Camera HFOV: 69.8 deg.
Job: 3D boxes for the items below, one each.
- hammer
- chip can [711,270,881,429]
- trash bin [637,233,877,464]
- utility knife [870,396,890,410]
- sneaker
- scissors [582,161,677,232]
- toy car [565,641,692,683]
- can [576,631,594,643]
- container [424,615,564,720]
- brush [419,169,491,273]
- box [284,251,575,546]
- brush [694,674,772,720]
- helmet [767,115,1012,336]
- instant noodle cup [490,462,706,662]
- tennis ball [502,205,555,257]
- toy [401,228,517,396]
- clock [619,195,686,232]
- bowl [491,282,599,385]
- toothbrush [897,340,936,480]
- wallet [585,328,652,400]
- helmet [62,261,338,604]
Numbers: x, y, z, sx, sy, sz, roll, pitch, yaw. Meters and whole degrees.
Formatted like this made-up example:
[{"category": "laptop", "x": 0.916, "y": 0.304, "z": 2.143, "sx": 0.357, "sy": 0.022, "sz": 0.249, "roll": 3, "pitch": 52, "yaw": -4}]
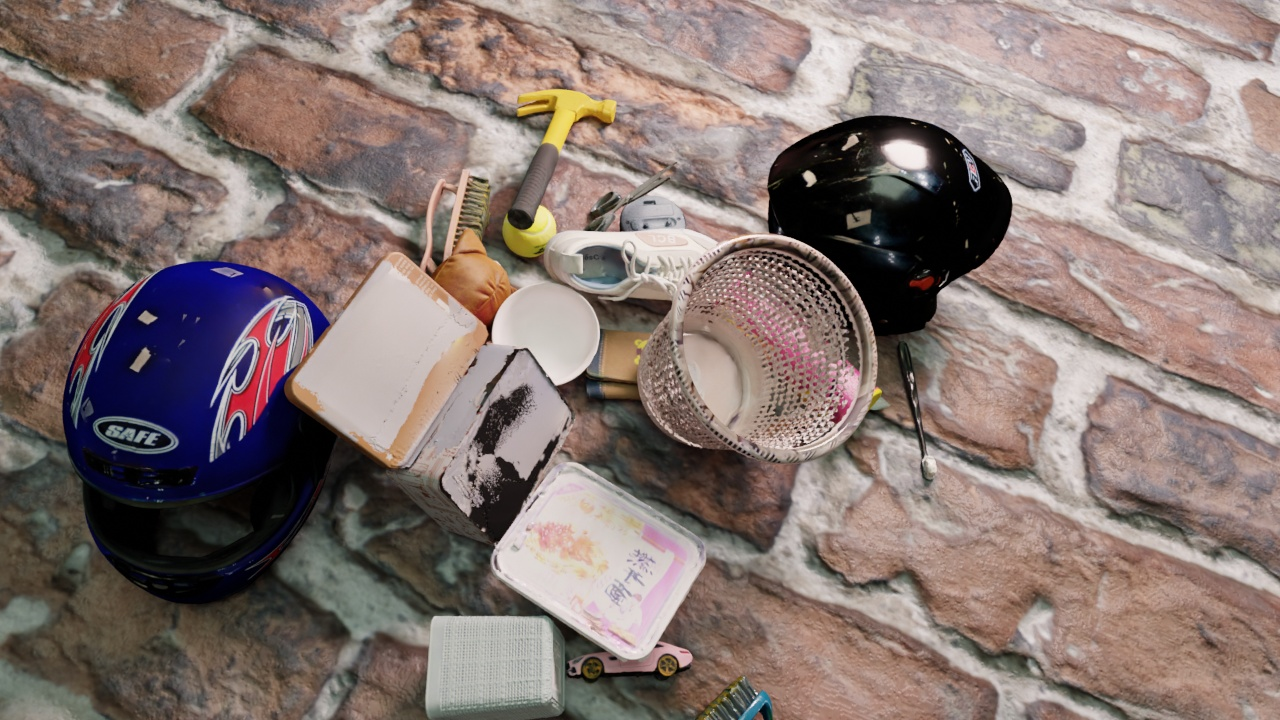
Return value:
[{"category": "hammer", "x": -0.117, "y": -0.262, "z": 1.158, "sx": 0.129, "sy": 0.033, "sz": 0.299, "roll": 11, "pitch": 44, "yaw": 1}, {"category": "chip can", "x": 0.178, "y": -0.011, "z": 1.065, "sx": 0.071, "sy": 0.071, "sz": 0.210, "roll": -35, "pitch": 69, "yaw": -22}, {"category": "trash bin", "x": 0.097, "y": 0.005, "z": 0.957, "sx": 0.227, "sy": 0.193, "sz": 0.227, "roll": 5, "pitch": 76, "yaw": -21}, {"category": "utility knife", "x": 0.231, "y": 0.010, "z": 1.091, "sx": 0.029, "sy": 0.013, "sz": 0.151, "roll": -36, "pitch": 67, "yaw": -25}, {"category": "sneaker", "x": 0.015, "y": -0.108, "z": 1.052, "sx": 0.242, "sy": 0.091, "sz": 0.089, "roll": 3, "pitch": 102, "yaw": -20}, {"category": "scissors", "x": -0.017, "y": -0.199, "z": 1.112, "sx": 0.014, "sy": 0.169, "sz": 0.156, "roll": 34, "pitch": 18, "yaw": -24}, {"category": "toy car", "x": -0.011, "y": 0.290, "z": 0.886, "sx": 0.122, "sy": 0.056, "sz": 0.037, "roll": -1, "pitch": 64, "yaw": -6}, {"category": "can", "x": -0.045, "y": 0.208, "z": 0.932, "sx": 0.074, "sy": 0.049, "sz": 0.148, "roll": -5, "pitch": 61, "yaw": -9}, {"category": "container", "x": -0.130, "y": 0.285, "z": 0.847, "sx": 0.111, "sy": 0.090, "sz": 0.089, "roll": -5, "pitch": 61, "yaw": 4}, {"category": "brush", "x": -0.226, "y": -0.158, "z": 1.115, "sx": 0.073, "sy": 0.063, "sz": 0.145, "roll": 9, "pitch": 62, "yaw": -5}, {"category": "box", "x": -0.195, "y": 0.041, "z": 0.899, "sx": 0.105, "sy": 0.260, "sz": 0.178, "roll": 7, "pitch": 54, "yaw": 35}, {"category": "brush", "x": 0.073, "y": 0.365, "z": 0.852, "sx": 0.073, "sy": 0.055, "sz": 0.143, "roll": 41, "pitch": 65, "yaw": 17}, {"category": "helmet", "x": 0.279, "y": -0.174, "z": 1.076, "sx": 0.275, "sy": 0.230, "sz": 0.233, "roll": -18, "pitch": 56, "yaw": 29}, {"category": "instant noodle cup", "x": -0.040, "y": 0.194, "z": 0.877, "sx": 0.173, "sy": 0.060, "sz": 0.137, "roll": 31, "pitch": 62, "yaw": 10}, {"category": "tennis ball", "x": -0.136, "y": -0.159, "z": 1.122, "sx": 0.065, "sy": 0.066, "sz": 0.065, "roll": 2, "pitch": 60, "yaw": -4}, {"category": "toy", "x": -0.217, "y": -0.046, "z": 1.027, "sx": 0.131, "sy": 0.140, "sz": 0.199, "roll": 8, "pitch": 53, "yaw": 44}, {"category": "clock", "x": 0.015, "y": -0.146, "z": 1.134, "sx": 0.082, "sy": 0.055, "sz": 0.121, "roll": -5, "pitch": 62, "yaw": -9}, {"category": "bowl", "x": -0.107, "y": -0.023, "z": 1.041, "sx": 0.118, "sy": 0.065, "sz": 0.118, "roll": 1, "pitch": 79, "yaw": -4}, {"category": "toothbrush", "x": 0.323, "y": 0.054, "z": 1.074, "sx": 0.015, "sy": 0.018, "sz": 0.180, "roll": -1, "pitch": 59, "yaw": -3}, {"category": "wallet", "x": -0.006, "y": 0.006, "z": 1.061, "sx": 0.115, "sy": 0.033, "sz": 0.090, "roll": 5, "pitch": 59, "yaw": -7}, {"category": "helmet", "x": -0.420, "y": 0.053, "z": 0.878, "sx": 0.247, "sy": 0.241, "sz": 0.314, "roll": 9, "pitch": 61, "yaw": 2}]
